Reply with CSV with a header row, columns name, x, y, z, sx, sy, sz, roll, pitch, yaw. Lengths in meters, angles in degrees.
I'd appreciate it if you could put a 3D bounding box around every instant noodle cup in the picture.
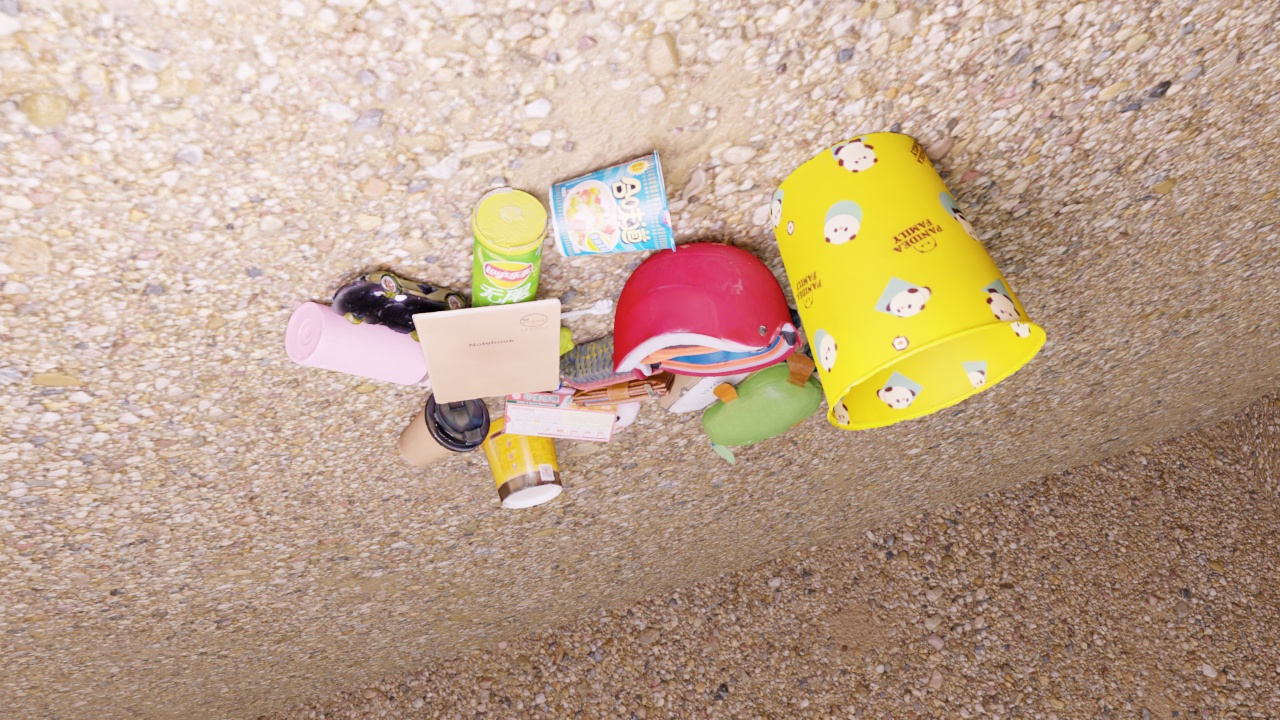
name,x,y,z,sx,sy,sz,roll,pitch,yaw
instant noodle cup,-0.028,-0.144,0.878,0.110,0.099,0.099,-10,157,3
instant noodle cup,-0.176,0.153,1.384,0.118,0.114,0.119,-15,156,-7

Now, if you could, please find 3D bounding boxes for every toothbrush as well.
name,x,y,z,sx,sy,sz,roll,pitch,yaw
toothbrush,-0.119,-0.051,1.102,0.180,0.016,0.016,-11,148,-15

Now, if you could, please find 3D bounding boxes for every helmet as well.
name,x,y,z,sx,sy,sz,roll,pitch,yaw
helmet,0.076,-0.058,1.063,0.207,0.144,0.239,-12,170,26

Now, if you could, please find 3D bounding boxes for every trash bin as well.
name,x,y,z,sx,sy,sz,roll,pitch,yaw
trash bin,0.266,-0.087,0.990,0.229,0.255,0.230,-15,156,-7

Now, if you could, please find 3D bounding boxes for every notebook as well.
name,x,y,z,sx,sy,sz,roll,pitch,yaw
notebook,-0.162,-0.005,1.005,0.147,0.008,0.208,-7,155,-9

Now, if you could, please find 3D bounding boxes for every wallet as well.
name,x,y,z,sx,sy,sz,roll,pitch,yaw
wallet,-0.022,0.038,1.245,0.131,0.035,0.119,-8,-171,10

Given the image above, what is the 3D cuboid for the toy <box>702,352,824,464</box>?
name,x,y,z,sx,sy,sz,roll,pitch,yaw
toy,0.186,0.064,1.339,0.247,0.089,0.226,-30,142,34

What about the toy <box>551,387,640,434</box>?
name,x,y,z,sx,sy,sz,roll,pitch,yaw
toy,-0.077,0.077,1.370,0.159,0.054,0.122,11,144,-34

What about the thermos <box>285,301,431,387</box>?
name,x,y,z,sx,sy,sz,roll,pitch,yaw
thermos,-0.294,-0.013,1.017,0.087,0.067,0.198,5,174,36

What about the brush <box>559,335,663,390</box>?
name,x,y,z,sx,sy,sz,roll,pitch,yaw
brush,-0.036,0.003,1.202,0.146,0.063,0.069,-15,159,25

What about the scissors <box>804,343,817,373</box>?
name,x,y,z,sx,sy,sz,roll,pitch,yaw
scissors,0.325,-0.014,1.485,0.179,0.019,0.144,-6,154,-21

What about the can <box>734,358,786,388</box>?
name,x,y,z,sx,sy,sz,roll,pitch,yaw
can,0.178,0.017,1.406,0.102,0.057,0.083,-32,150,29

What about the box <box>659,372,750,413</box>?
name,x,y,z,sx,sy,sz,roll,pitch,yaw
box,0.099,0.012,1.339,0.089,0.061,0.185,1,149,-37

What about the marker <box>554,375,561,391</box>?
name,x,y,z,sx,sy,sz,roll,pitch,yaw
marker,-0.115,0.021,1.217,0.017,0.017,0.146,-16,169,-5

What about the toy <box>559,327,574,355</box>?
name,x,y,z,sx,sy,sz,roll,pitch,yaw
toy,-0.133,-0.011,1.160,0.100,0.031,0.097,-19,157,-8

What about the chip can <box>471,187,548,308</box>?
name,x,y,z,sx,sy,sz,roll,pitch,yaw
chip can,-0.140,-0.083,0.947,0.072,0.072,0.222,-10,156,-16

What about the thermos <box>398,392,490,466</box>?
name,x,y,z,sx,sy,sz,roll,pitch,yaw
thermos,-0.267,0.093,1.232,0.093,0.093,0.144,3,156,-39

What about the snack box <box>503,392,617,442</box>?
name,x,y,z,sx,sy,sz,roll,pitch,yaw
snack box,-0.114,0.080,1.307,0.155,0.027,0.077,6,143,-7

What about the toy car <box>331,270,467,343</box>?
name,x,y,z,sx,sy,sz,roll,pitch,yaw
toy car,-0.249,-0.059,0.960,0.070,0.042,0.158,-31,154,27
